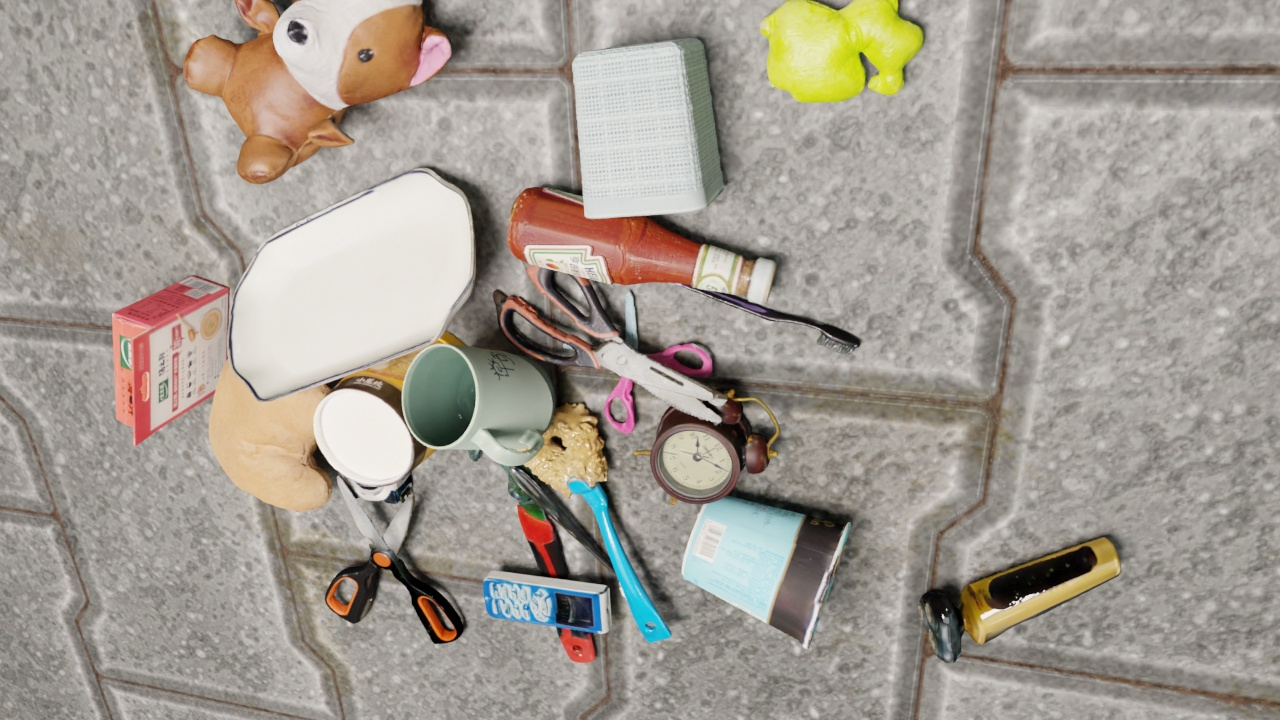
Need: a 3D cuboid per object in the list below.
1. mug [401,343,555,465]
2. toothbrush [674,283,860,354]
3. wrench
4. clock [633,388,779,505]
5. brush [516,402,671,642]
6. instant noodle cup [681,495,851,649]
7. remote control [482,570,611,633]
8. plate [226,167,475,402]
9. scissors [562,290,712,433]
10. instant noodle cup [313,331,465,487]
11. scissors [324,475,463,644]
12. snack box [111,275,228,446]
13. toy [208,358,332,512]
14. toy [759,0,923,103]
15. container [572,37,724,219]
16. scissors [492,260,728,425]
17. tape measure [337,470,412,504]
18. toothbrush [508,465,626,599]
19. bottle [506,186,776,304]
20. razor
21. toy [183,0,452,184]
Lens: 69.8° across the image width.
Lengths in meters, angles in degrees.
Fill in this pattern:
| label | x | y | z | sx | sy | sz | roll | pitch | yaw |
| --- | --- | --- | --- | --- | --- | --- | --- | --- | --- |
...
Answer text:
| label | x | y | z | sx | sy | sz | roll | pitch | yaw |
| --- | --- | --- | --- | --- | --- | --- | --- | --- | --- |
| mug | -0.119 | 0.041 | 0.745 | 0.082 | 0.106 | 0.111 | -51 | 61 | 17 |
| toothbrush | 0.083 | -0.042 | 0.729 | 0.189 | 0.014 | 0.017 | 20 | 131 | 7 |
| wrench | -0.096 | 0.184 | 0.886 | 0.056 | 0.016 | 0.273 | -12 | 110 | 21 |
| clock | 0.059 | 0.069 | 0.763 | 0.122 | 0.055 | 0.082 | -31 | 101 | 25 |
| brush | -0.035 | 0.148 | 0.829 | 0.083 | 0.045 | 0.255 | -21 | 101 | 20 |
| instant noodle cup | 0.103 | 0.168 | 0.777 | 0.120 | 0.111 | 0.111 | 19 | 118 | 17 |
| remote control | -0.090 | 0.230 | 0.882 | 0.125 | 0.024 | 0.049 | 5 | 115 | 16 |
| plate | -0.239 | -0.058 | 0.769 | 0.266 | 0.034 | 0.161 | -19 | 66 | 22 |
| scissors | -0.005 | 0.005 | 0.777 | 0.133 | 0.017 | 0.135 | 13 | 118 | 16 |
| instant noodle cup | -0.212 | 0.042 | 0.799 | 0.118 | 0.114 | 0.119 | 7 | 117 | 14 |
| scissors | -0.252 | 0.212 | 0.932 | 0.227 | 0.021 | 0.222 | 44 | 124 | -14 |
| snack box | -0.435 | -0.003 | 0.838 | 0.044 | 0.126 | 0.113 | 19 | 118 | 7 |
| toy | -0.333 | 0.033 | 0.856 | 0.143 | 0.082 | 0.226 | 23 | 113 | 8 |
| toy | 0.134 | -0.211 | 0.624 | 0.100 | 0.031 | 0.096 | -35 | 103 | 27 |
| container | 0.005 | -0.166 | 0.652 | 0.090 | 0.090 | 0.111 | -2 | 111 | 17 |
| scissors | -0.025 | -0.020 | 0.745 | 0.205 | 0.015 | 0.199 | -12 | 98 | 30 |
| tape measure | -0.258 | 0.103 | 0.888 | 0.066 | 0.033 | 0.066 | 7 | 119 | 12 |
| toothbrush | -0.061 | 0.163 | 0.858 | 0.016 | 0.018 | 0.181 | -36 | 104 | 22 |
| bottle | 0.001 | -0.084 | 0.707 | 0.206 | 0.059 | 0.060 | 15 | 118 | 8 |
| razor | 0.307 | 0.190 | 0.749 | 0.168 | 0.062 | 0.067 | -31 | 132 | 22 |
| toy | -0.241 | -0.228 | 0.684 | 0.200 | 0.130 | 0.140 | -26 | 99 | 16 |
